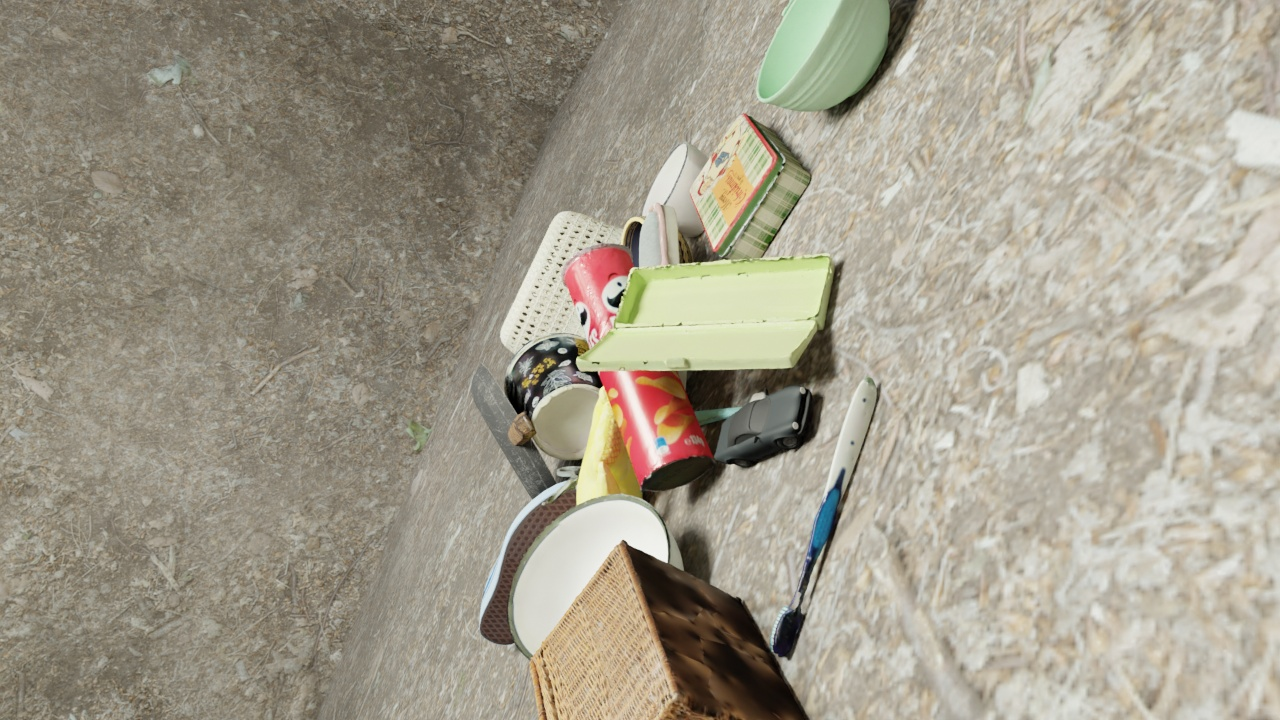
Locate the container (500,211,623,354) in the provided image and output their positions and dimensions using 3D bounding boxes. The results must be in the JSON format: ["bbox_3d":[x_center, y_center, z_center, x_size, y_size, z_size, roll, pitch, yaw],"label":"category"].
[{"bbox_3d":[-0.089,-0.087,1.274,0.184,0.143,0.246,-137,72,-87],"label":"container"}]

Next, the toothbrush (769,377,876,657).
[{"bbox_3d":[0.118,0.098,0.590,0.017,0.016,0.189,143,149,-77],"label":"toothbrush"}]

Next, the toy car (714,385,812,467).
[{"bbox_3d":[0.091,0.051,0.704,0.112,0.034,0.046,-36,33,58],"label":"toy car"}]

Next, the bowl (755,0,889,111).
[{"bbox_3d":[0.178,-0.293,0.853,0.151,0.077,0.150,-55,19,30],"label":"bowl"}]

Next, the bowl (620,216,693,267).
[{"bbox_3d":[0.026,-0.115,1.077,0.113,0.061,0.112,169,90,-68],"label":"bowl"}]

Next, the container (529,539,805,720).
[{"bbox_3d":[0.016,0.215,0.565,0.113,0.113,0.198,-58,19,8],"label":"container"}]

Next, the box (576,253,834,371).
[{"bbox_3d":[0.054,-0.032,0.743,0.188,0.044,0.140,-2,37,29],"label":"box"}]

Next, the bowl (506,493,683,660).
[{"bbox_3d":[-0.027,0.191,0.748,0.154,0.073,0.153,-23,40,21],"label":"bowl"}]

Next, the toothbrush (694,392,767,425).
[{"bbox_3d":[0.072,0.045,0.807,0.181,0.016,0.016,-24,44,68],"label":"toothbrush"}]

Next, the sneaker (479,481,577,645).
[{"bbox_3d":[-0.121,0.212,1.056,0.242,0.083,0.098,-59,14,25],"label":"sneaker"}]

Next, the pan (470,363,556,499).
[{"bbox_3d":[-0.144,0.090,1.056,0.040,0.207,0.357,-31,-3,-10],"label":"pan"}]

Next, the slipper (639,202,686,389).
[{"bbox_3d":[0.008,-0.036,0.939,0.114,0.054,0.274,125,147,-65],"label":"slipper"}]

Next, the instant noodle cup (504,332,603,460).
[{"bbox_3d":[-0.090,0.051,1.122,0.137,0.137,0.112,-60,27,17],"label":"instant noodle cup"}]

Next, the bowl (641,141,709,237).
[{"bbox_3d":[0.055,-0.202,1.125,0.117,0.065,0.116,-56,19,30],"label":"bowl"}]

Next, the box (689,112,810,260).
[{"bbox_3d":[0.109,-0.184,0.966,0.118,0.050,0.205,-59,18,24],"label":"box"}]

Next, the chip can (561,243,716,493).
[{"bbox_3d":[-0.005,0.005,0.832,0.073,0.073,0.232,-50,51,42],"label":"chip can"}]

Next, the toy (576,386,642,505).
[{"bbox_3d":[-0.030,0.112,0.895,0.155,0.064,0.170,90,180,-47],"label":"toy"}]

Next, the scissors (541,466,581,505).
[{"bbox_3d":[-0.059,0.124,0.953,0.170,0.095,0.014,-138,41,-81],"label":"scissors"}]
